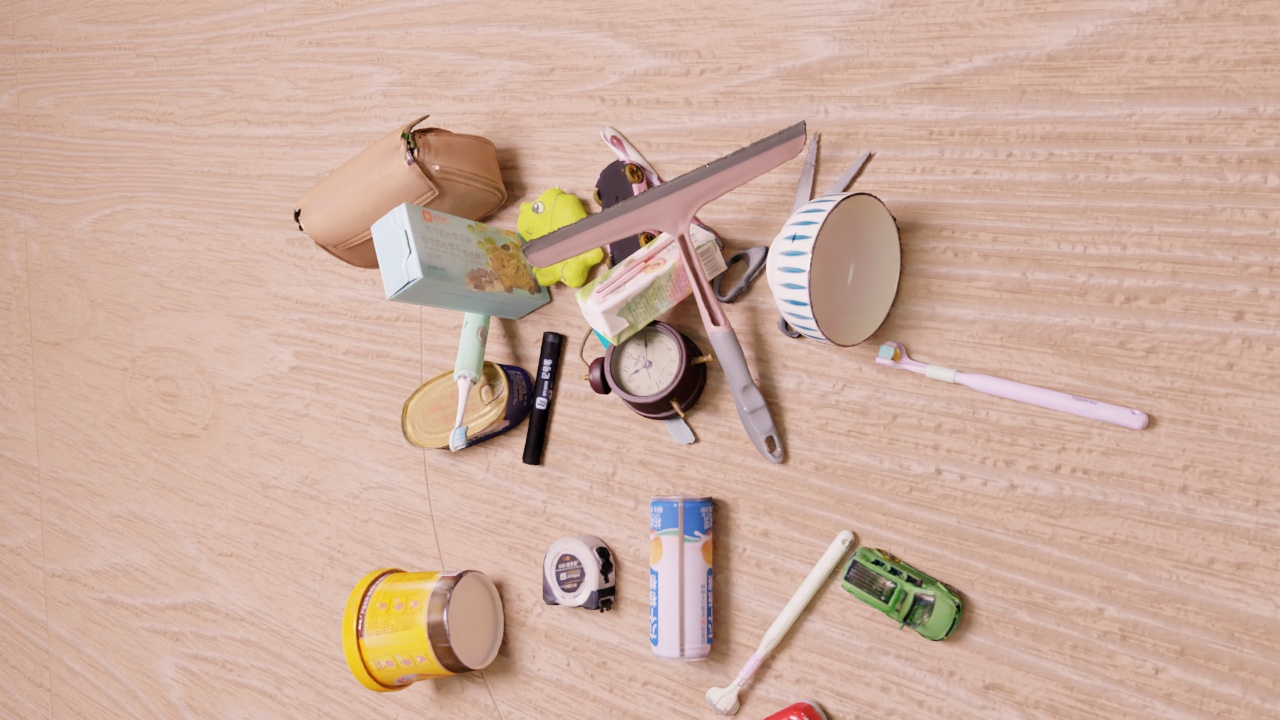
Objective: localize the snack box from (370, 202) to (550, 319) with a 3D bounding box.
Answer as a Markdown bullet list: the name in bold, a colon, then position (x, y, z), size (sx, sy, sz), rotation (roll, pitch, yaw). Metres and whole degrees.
- **snack box**: position (-0.165, -0.089, 0.864), size (0.052, 0.174, 0.074), rotation (-26, 72, 31)

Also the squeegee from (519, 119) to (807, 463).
- **squeegee**: position (0.064, -0.029, 0.752), size (0.247, 0.040, 0.249), rotation (-24, 99, -6)

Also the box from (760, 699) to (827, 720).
- **box**: position (0.079, 0.352, 0.740), size (0.202, 0.046, 0.086), rotation (-39, 66, 23)

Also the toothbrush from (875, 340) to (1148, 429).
- **toothbrush**: position (0.265, 0.017, 0.667), size (0.189, 0.029, 0.021), rotation (17, 134, 31)

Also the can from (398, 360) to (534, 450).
- **can**: position (-0.176, 0.048, 0.928), size (0.148, 0.049, 0.074), rotation (-23, 73, 29)

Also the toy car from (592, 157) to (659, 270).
- **toy car**: position (-0.009, -0.128, 0.847), size (0.056, 0.037, 0.122), rotation (-27, 68, 40)

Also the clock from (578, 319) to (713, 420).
- **clock**: position (0.001, 0.003, 0.805), size (0.122, 0.055, 0.082), rotation (24, 85, 24)

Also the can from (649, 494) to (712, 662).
- **can**: position (0.034, 0.181, 0.775), size (0.053, 0.053, 0.134), rotation (-4, 82, 32)

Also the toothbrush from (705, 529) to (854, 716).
- **toothbrush**: position (0.114, 0.212, 0.742), size (0.029, 0.020, 0.190), rotation (33, 103, 0)

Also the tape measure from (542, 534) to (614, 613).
- **tape measure**: position (-0.056, 0.194, 0.845), size (0.066, 0.033, 0.066), rotation (0, 87, 31)

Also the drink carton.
- **drink carton**: position (0.008, -0.069, 0.784), size (0.122, 0.045, 0.053), rotation (-34, 36, -11)

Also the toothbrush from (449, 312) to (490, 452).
- **toothbrush**: position (-0.163, -0.007, 0.882), size (0.027, 0.026, 0.224), rotation (-24, 45, 28)

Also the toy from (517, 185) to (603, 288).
- **toy**: position (-0.078, -0.120, 0.894), size (0.097, 0.031, 0.100), rotation (7, 85, 20)

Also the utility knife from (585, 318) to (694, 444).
- **utility knife**: position (-0.005, 0.005, 0.845), size (0.029, 0.013, 0.186), rotation (-46, 63, 19)

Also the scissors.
- **scissors**: position (0.128, -0.101, 0.771), size (0.178, 0.014, 0.159), rotation (-25, 72, 28)

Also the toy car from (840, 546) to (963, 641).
- **toy car**: position (0.193, 0.174, 0.686), size (0.091, 0.036, 0.043), rotation (24, 96, 29)

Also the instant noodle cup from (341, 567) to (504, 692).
- **instant noodle cup**: position (-0.205, 0.256, 0.889), size (0.115, 0.118, 0.118), rotation (-14, 77, 23)

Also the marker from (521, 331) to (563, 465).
- **marker**: position (-0.096, 0.037, 0.898), size (0.022, 0.020, 0.132), rotation (12, 93, 62)

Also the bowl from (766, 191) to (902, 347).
- **bowl**: position (0.140, -0.071, 0.705), size (0.066, 0.116, 0.116), rotation (13, 92, 47)

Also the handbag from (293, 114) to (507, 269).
- **handbag**: position (-0.245, -0.172, 0.940), size (0.205, 0.147, 0.099), rotation (-24, 74, 24)

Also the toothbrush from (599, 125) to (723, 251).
- **toothbrush**: position (0.015, -0.163, 0.849), size (0.016, 0.017, 0.187), rotation (-48, 63, 16)
